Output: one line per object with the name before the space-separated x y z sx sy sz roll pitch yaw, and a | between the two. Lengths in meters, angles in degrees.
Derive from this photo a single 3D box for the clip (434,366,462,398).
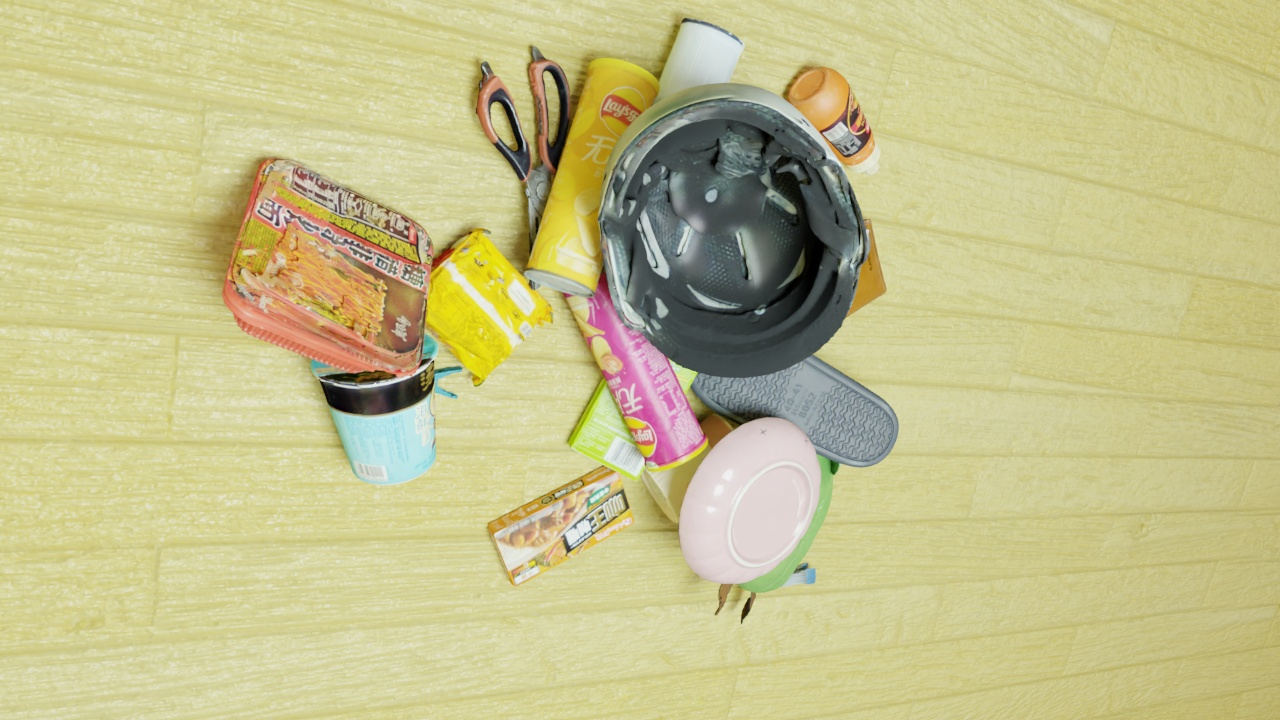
clip | -0.203 0.021 0.902 0.054 0.013 0.033 4 104 -28

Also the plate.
plate | 0.127 0.156 0.974 0.192 0.039 0.193 -14 116 -32

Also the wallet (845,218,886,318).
wallet | 0.224 -0.099 1.076 0.130 0.035 0.119 -31 124 -16

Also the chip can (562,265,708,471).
chip can | -0.006 0.005 0.935 0.071 0.071 0.210 -29 101 -17

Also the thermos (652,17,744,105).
thermos | 0.031 -0.218 0.914 0.073 0.073 0.224 18 98 -31

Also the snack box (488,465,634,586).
snack box | -0.085 0.180 1.009 0.153 0.026 0.075 -25 117 -18

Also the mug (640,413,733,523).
mug | 0.067 0.124 1.019 0.105 0.114 0.082 -32 107 -12

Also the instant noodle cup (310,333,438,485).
instant noodle cup | -0.235 0.046 0.848 0.111 0.111 0.121 -15 122 -23

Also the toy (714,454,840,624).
toy | 0.161 0.203 1.108 0.246 0.090 0.227 -57 144 -8

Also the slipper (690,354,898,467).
slipper | 0.164 0.036 1.051 0.268 0.083 0.111 28 95 -6

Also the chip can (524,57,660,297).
chip can | -0.045 -0.170 0.859 0.072 0.072 0.213 21 83 -31

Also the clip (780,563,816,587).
clip | 0.199 0.282 1.198 0.058 0.042 0.026 -7 111 -22

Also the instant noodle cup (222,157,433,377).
instant noodle cup | -0.262 -0.065 0.769 0.164 0.188 0.079 26 129 -31

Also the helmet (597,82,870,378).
helmet | 0.075 -0.130 0.824 0.230 0.156 0.274 -17 132 13

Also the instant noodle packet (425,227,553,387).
instant noodle packet | -0.156 -0.051 0.885 0.110 0.044 0.128 -44 123 -10

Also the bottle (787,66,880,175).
bottle | 0.221 -0.253 1.006 0.149 0.067 0.066 37 88 -39

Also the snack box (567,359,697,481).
snack box | -0.005 0.043 0.991 0.085 0.026 0.156 27 93 -13

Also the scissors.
scissors | -0.106 -0.177 0.862 0.206 0.015 0.201 38 73 -38
